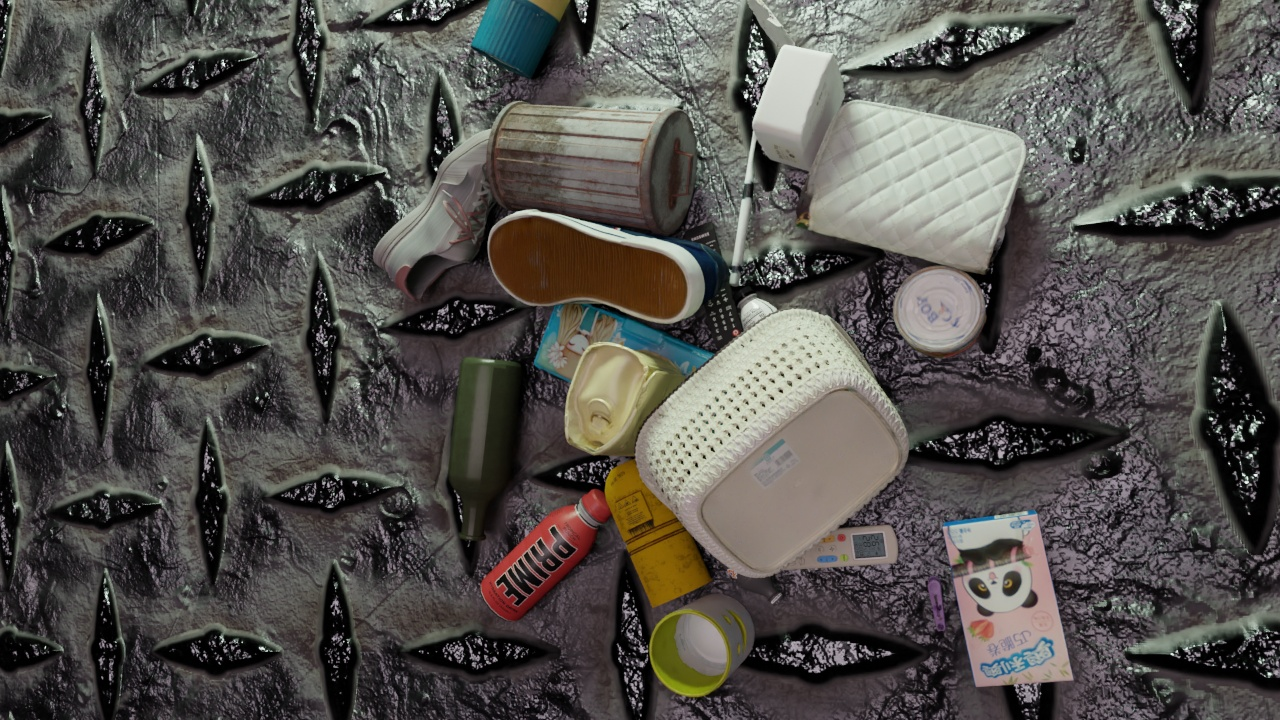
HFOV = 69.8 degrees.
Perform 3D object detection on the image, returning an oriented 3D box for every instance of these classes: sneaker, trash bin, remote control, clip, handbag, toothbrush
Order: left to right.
[{"bbox_3d":[-0.211,-0.161,1.071,0.237,0.099,0.089,-44,72,21],"label":"sneaker"},{"bbox_3d":[-0.044,-0.210,0.990,0.211,0.130,0.131,11,90,23],"label":"trash bin"},{"bbox_3d":[-0.033,-0.103,0.980,0.295,0.127,0.121,12,115,34],"label":"sneaker"},{"bbox_3d":[-0.014,0.043,0.929,0.081,0.119,0.111,20,93,21],"label":"handbag"},{"bbox_3d":[0.082,-0.079,0.993,0.033,0.015,0.146,-18,80,19],"label":"remote control"},{"bbox_3d":[0.117,-0.170,0.981,0.017,0.012,0.186,8,86,19],"label":"toothbrush"},{"bbox_3d":[0.197,0.190,0.931,0.126,0.018,0.038,-8,84,20],"label":"remote control"},{"bbox_3d":[0.263,-0.166,0.894,0.195,0.072,0.138,19,75,21],"label":"handbag"},{"bbox_3d":[0.288,0.236,0.890,0.013,0.033,0.051,-9,84,19],"label":"clip"}]

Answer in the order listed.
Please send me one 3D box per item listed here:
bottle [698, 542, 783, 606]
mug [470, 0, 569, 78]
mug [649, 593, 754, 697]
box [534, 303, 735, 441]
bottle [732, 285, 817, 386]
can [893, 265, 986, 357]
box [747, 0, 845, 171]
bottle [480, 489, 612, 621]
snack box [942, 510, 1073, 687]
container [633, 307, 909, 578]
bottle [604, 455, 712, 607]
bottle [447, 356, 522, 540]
[{"bbox_3d":[0.105,0.210,0.955,0.110,0.036,0.036,45,102,18],"label":"bottle"},{"bbox_3d":[-0.147,-0.399,1.076,0.113,0.083,0.107,37,104,48],"label":"mug"},{"bbox_3d":[0.064,0.285,0.929,0.083,0.106,0.082,-1,86,21],"label":"mug"},{"bbox_3d":[-0.006,0.006,1.012,0.227,0.039,0.094,24,96,22],"label":"box"},{"bbox_3d":[0.136,-0.027,0.956,0.041,0.041,0.116,-37,75,15],"label":"bottle"},{"bbox_3d":[0.292,-0.048,0.896,0.086,0.043,0.086,-2,84,21],"label":"can"},{"bbox_3d":[0.156,-0.289,0.930,0.101,0.111,0.189,0,82,17],"label":"box"},{"bbox_3d":[-0.099,0.212,1.020,0.177,0.062,0.062,-45,73,13],"label":"bottle"},{"bbox_3d":[0.344,0.224,0.864,0.088,0.033,0.154,-13,82,21],"label":"snack box"},{"bbox_3d":[0.126,0.081,0.861,0.252,0.143,0.185,-41,113,5],"label":"container"},{"bbox_3d":[0.011,0.171,0.975,0.071,0.071,0.163,-28,77,17],"label":"bottle"},{"bbox_3d":[-0.182,0.101,1.054,0.071,0.071,0.206,6,89,21],"label":"bottle"}]
